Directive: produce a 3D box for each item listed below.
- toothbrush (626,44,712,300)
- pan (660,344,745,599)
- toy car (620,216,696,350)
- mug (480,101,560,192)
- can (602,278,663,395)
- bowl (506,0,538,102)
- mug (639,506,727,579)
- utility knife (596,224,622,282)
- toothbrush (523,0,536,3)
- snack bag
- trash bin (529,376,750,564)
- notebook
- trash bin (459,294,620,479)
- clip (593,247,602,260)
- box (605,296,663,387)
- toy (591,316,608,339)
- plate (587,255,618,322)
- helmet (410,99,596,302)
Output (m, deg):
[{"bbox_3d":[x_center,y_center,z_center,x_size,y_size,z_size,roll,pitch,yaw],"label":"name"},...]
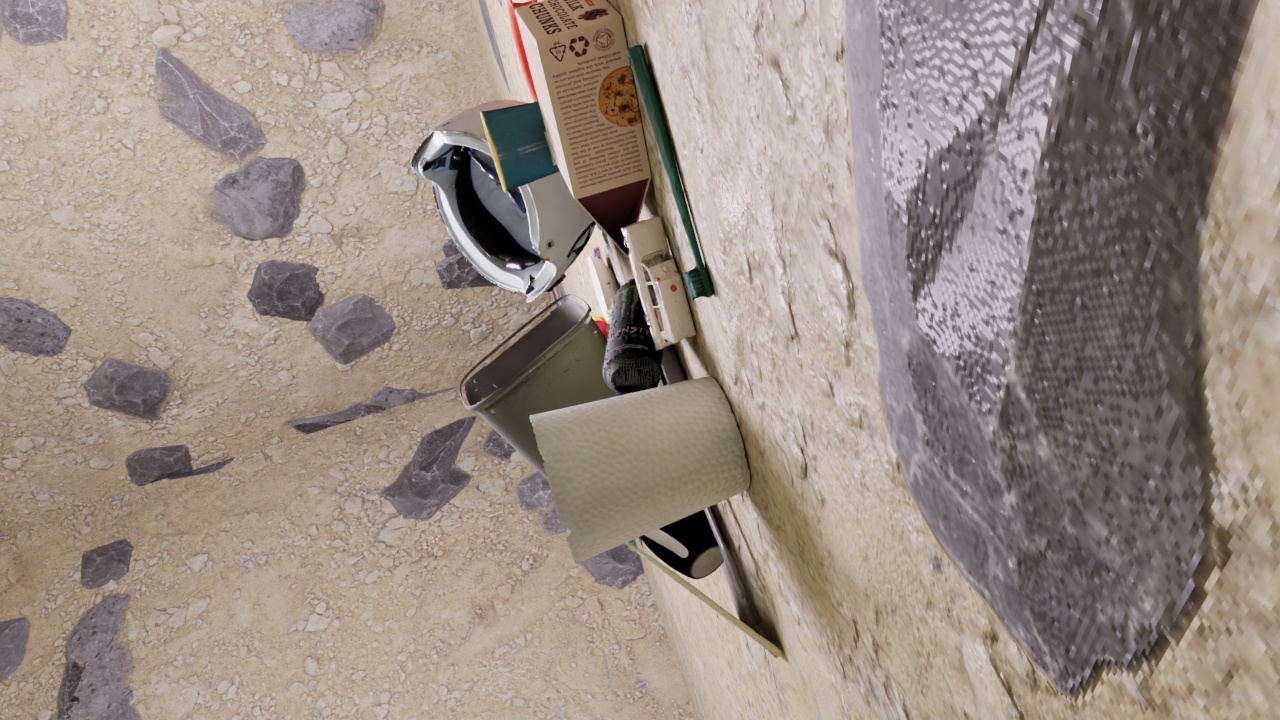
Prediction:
[{"bbox_3d":[0.020,-0.136,0.676,0.016,0.017,0.190,-142,35,-79],"label":"toothbrush"},{"bbox_3d":[0.051,0.086,0.969,0.217,0.024,0.354,82,170,-55],"label":"pan"},{"bbox_3d":[0.019,-0.067,0.800,0.039,0.039,0.113,10,119,59],"label":"toy car"},{"bbox_3d":[-0.084,-0.215,0.879,0.078,0.121,0.078,162,91,-84],"label":"mug"},{"bbox_3d":[-0.004,-0.024,0.864,0.137,0.054,0.054,-83,-15,-52],"label":"can"},{"bbox_3d":[-0.121,-0.375,1.107,0.130,0.045,0.130,162,91,-84],"label":"bowl"},{"bbox_3d":[0.037,0.189,1.019,0.118,0.085,0.100,18,-158,-46],"label":"mug"},{"bbox_3d":[-0.052,-0.184,1.186,0.022,0.015,0.177,-20,90,60],"label":"utility knife"},{"bbox_3d":[-0.151,-0.508,1.126,0.213,0.018,0.012,80,170,-51],"label":"toothbrush"},{"bbox_3d":[-0.042,-0.199,0.797,0.094,0.070,0.207,-115,10,-51],"label":"snack bag"},{"bbox_3d":[0.001,0.087,0.793,0.133,0.161,0.133,162,91,-84],"label":"trash bin"},{"bbox_3d":[0.054,0.250,1.004,0.182,0.010,0.253,36,170,3],"label":"notebook"},{"bbox_3d":[-0.087,0.065,1.193,0.220,0.197,0.197,52,176,-18],"label":"trash bin"},{"bbox_3d":[-0.062,-0.147,1.369,0.046,0.014,0.050,85,169,-52],"label":"clip"},{"bbox_3d":[-0.006,0.006,1.015,0.187,0.024,0.137,112,135,-81],"label":"box"},{"bbox_3d":[-0.047,-0.017,1.332,0.105,0.067,0.137,38,-159,-36],"label":"toy"},{"bbox_3d":[-0.048,-0.102,1.307,0.104,0.026,0.104,162,91,-85],"label":"plate"},{"bbox_3d":[-0.149,-0.211,1.149,0.236,0.163,0.265,48,154,3],"label":"helmet"}]
